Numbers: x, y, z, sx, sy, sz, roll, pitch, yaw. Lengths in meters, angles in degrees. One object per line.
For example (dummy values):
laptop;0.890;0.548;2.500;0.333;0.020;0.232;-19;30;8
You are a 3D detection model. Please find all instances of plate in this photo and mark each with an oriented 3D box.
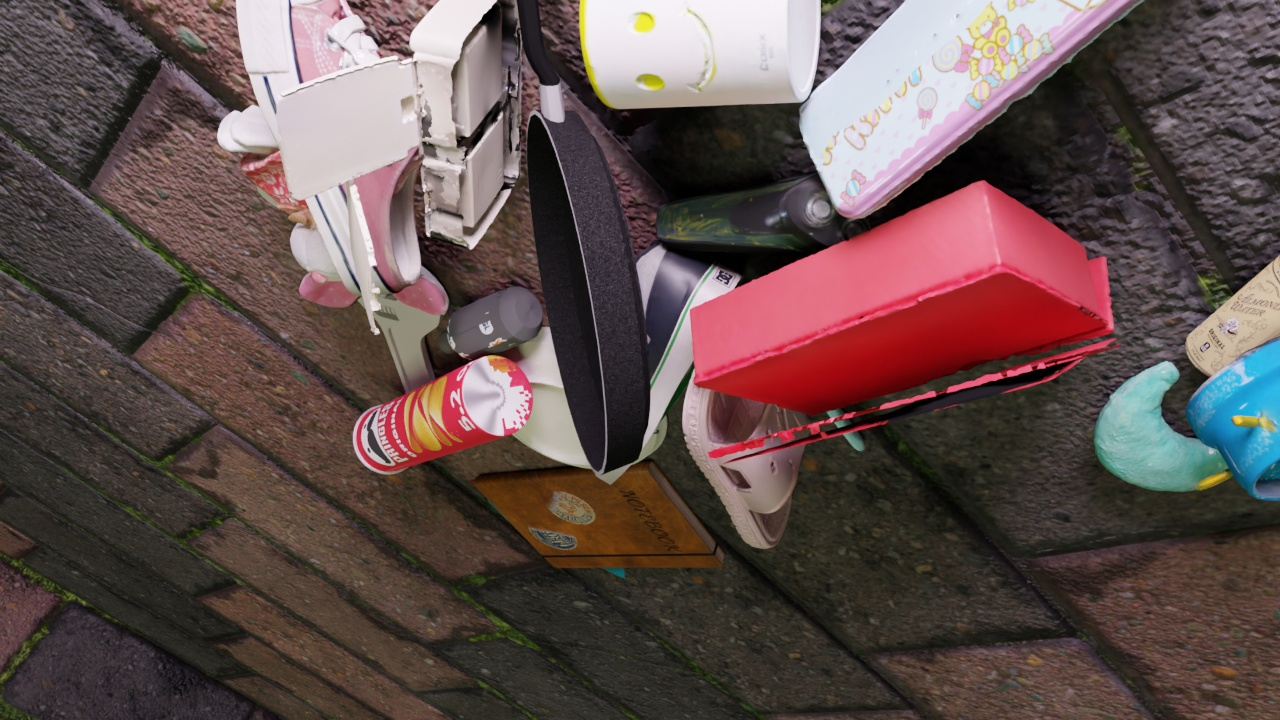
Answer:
plate;-0.067;0.045;0.821;0.182;0.034;0.183;15;141;12

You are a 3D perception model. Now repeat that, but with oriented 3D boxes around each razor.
razor;0.070;-0.090;0.568;0.152;0.054;0.067;2;-178;34

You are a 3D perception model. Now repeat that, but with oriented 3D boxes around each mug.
mug;0.033;-0.173;0.473;0.106;0.082;0.083;6;138;21

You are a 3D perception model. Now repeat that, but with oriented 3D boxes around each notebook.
notebook;-0.048;0.175;0.978;0.250;0.014;0.178;-9;131;35

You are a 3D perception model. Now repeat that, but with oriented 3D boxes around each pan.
pan;-0.041;-0.099;0.541;0.034;0.225;0.357;-11;119;-11

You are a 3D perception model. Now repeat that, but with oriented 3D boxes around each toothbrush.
toothbrush;0.127;0.010;0.692;0.017;0.016;0.180;-20;124;31

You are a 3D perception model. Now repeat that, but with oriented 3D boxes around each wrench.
wrench;-0.203;0.004;0.859;0.087;0.018;0.274;13;142;14

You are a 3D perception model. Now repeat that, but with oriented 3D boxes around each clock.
clock;0.396;0.025;0.510;0.161;0.060;0.117;-16;144;10

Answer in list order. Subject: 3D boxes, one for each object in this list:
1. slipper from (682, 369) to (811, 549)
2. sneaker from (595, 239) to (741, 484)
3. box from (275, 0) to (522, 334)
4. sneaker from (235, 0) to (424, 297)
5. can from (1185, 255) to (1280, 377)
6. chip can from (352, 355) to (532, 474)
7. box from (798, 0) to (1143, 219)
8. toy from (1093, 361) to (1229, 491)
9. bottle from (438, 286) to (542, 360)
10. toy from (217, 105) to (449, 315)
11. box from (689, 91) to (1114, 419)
slipper;0.098;0.073;0.720;0.064;0.094;0.239;7;145;27
sneaker;-0.004;0.004;0.701;0.079;0.084;0.236;31;134;6
box;-0.132;-0.123;0.526;0.069;0.190;0.144;15;135;7
sneaker;-0.174;-0.155;0.580;0.088;0.118;0.241;-8;117;9
can;0.350;-0.024;0.515;0.038;0.038;0.080;23;142;2
chip can;-0.183;0.053;0.824;0.069;0.069;0.221;42;144;-22
box;0.162;-0.158;0.428;0.077;0.096;0.215;47;140;-2
toy;0.351;0.052;0.612;0.105;0.033;0.085;32;130;-9
bottle;-0.127;-0.027;0.758;0.113;0.046;0.047;-18;126;41
toy;-0.235;-0.108;0.692;0.159;0.084;0.194;7;140;31
box;0.164;-0.119;0.604;0.153;0.324;0.214;31;145;-33
